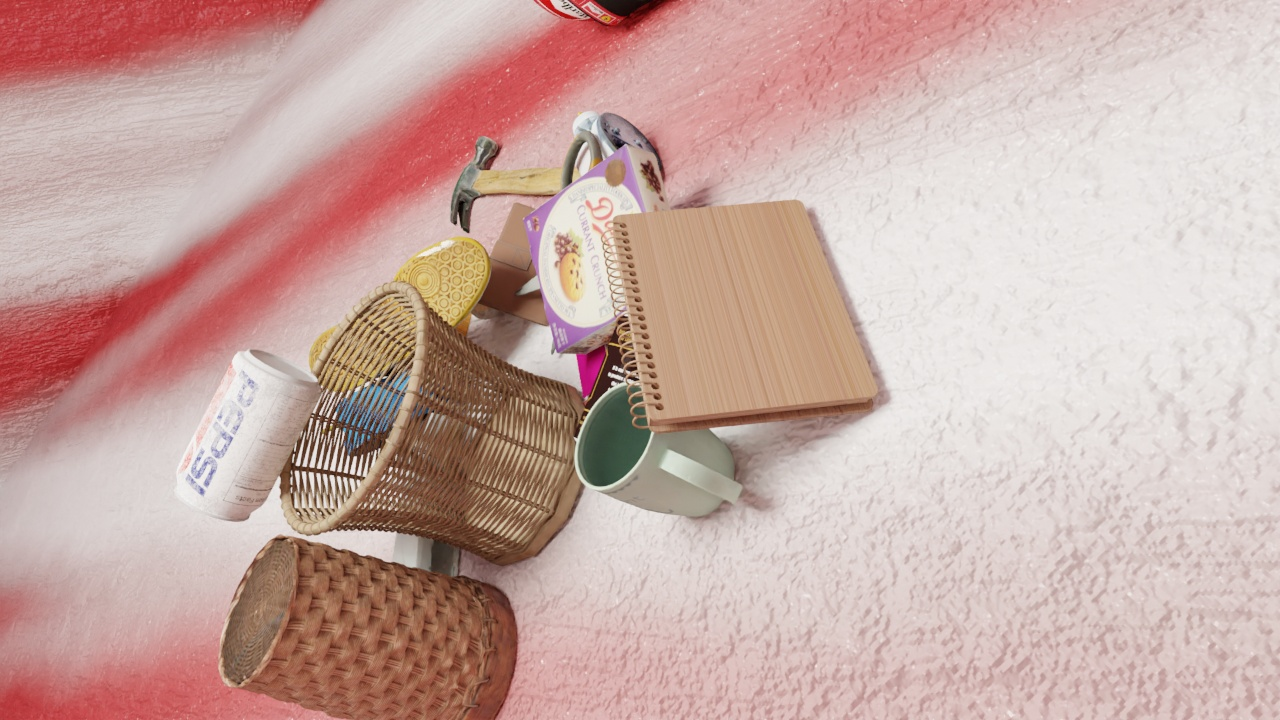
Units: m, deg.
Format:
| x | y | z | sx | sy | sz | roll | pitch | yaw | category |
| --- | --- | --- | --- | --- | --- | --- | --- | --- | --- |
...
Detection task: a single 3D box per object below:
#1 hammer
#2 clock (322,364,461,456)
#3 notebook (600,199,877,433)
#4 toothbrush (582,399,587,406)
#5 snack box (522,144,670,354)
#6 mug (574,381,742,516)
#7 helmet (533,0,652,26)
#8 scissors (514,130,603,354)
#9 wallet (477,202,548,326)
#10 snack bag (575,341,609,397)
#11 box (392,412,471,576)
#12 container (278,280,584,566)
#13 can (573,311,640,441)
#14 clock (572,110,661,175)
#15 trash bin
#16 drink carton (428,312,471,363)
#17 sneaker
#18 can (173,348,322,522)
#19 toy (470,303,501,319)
| x | y | z | sx | sy | sz | roll | pitch | yaw | category |
| --- | --- | --- | --- | --- | --- | --- | --- | --- | --- |
| -0.138 | -0.216 | 1.115 | 0.331 | 0.033 | 0.132 | 13 | 75 | 51 | hammer |
| -0.266 | 0.049 | 1.022 | 0.161 | 0.116 | 0.060 | -30 | 84 | 6 | clock |
| 0.064 | -0.041 | 0.687 | 0.169 | 0.022 | 0.210 | -6 | 49 | -5 | notebook |
| -0.005 | 0.005 | 0.834 | 0.185 | 0.015 | 0.015 | -38 | 49 | 28 | toothbrush |
| -0.032 | -0.097 | 0.841 | 0.148 | 0.040 | 0.143 | -28 | 70 | 37 | snack box |
| 0.025 | 0.077 | 0.679 | 0.111 | 0.104 | 0.084 | 19 | 81 | 53 | mug |
| -0.054 | -0.509 | 1.074 | 0.225 | 0.197 | 0.270 | -36 | 52 | 28 | helmet |
| -0.047 | -0.106 | 0.895 | 0.226 | 0.016 | 0.225 | 21 | 104 | 39 | scissors |
| -0.119 | -0.105 | 0.993 | 0.013 | 0.087 | 0.120 | 91 | -161 | -77 | wallet |
| 0.009 | -0.044 | 0.847 | 0.197 | 0.016 | 0.070 | -38 | 44 | 27 | snack bag |
| -0.224 | 0.155 | 0.956 | 0.085 | 0.070 | 0.198 | -16 | 55 | 19 | box |
| -0.181 | 0.071 | 0.835 | 0.228 | 0.196 | 0.226 | -28 | 49 | 37 | container |
| -0.003 | 0.024 | 0.764 | 0.072 | 0.072 | 0.128 | 16 | 84 | 52 | can |
| -0.027 | -0.218 | 0.947 | 0.057 | 0.083 | 0.117 | -43 | 45 | 31 | clock |
| -0.233 | 0.239 | 0.781 | 0.152 | 0.210 | 0.151 | -28 | 47 | 36 | trash bin |
| -0.239 | -0.055 | 1.116 | 0.058 | 0.041 | 0.122 | -19 | 53 | 41 | drink carton |
| -0.240 | -0.052 | 1.000 | 0.239 | 0.086 | 0.122 | -32 | 1 | 16 | sneaker |
| -0.342 | 0.064 | 0.799 | 0.078 | 0.078 | 0.136 | 29 | 92 | 53 | can |
| -0.173 | -0.086 | 1.050 | 0.106 | 0.085 | 0.074 | -15 | 94 | 69 | toy |
